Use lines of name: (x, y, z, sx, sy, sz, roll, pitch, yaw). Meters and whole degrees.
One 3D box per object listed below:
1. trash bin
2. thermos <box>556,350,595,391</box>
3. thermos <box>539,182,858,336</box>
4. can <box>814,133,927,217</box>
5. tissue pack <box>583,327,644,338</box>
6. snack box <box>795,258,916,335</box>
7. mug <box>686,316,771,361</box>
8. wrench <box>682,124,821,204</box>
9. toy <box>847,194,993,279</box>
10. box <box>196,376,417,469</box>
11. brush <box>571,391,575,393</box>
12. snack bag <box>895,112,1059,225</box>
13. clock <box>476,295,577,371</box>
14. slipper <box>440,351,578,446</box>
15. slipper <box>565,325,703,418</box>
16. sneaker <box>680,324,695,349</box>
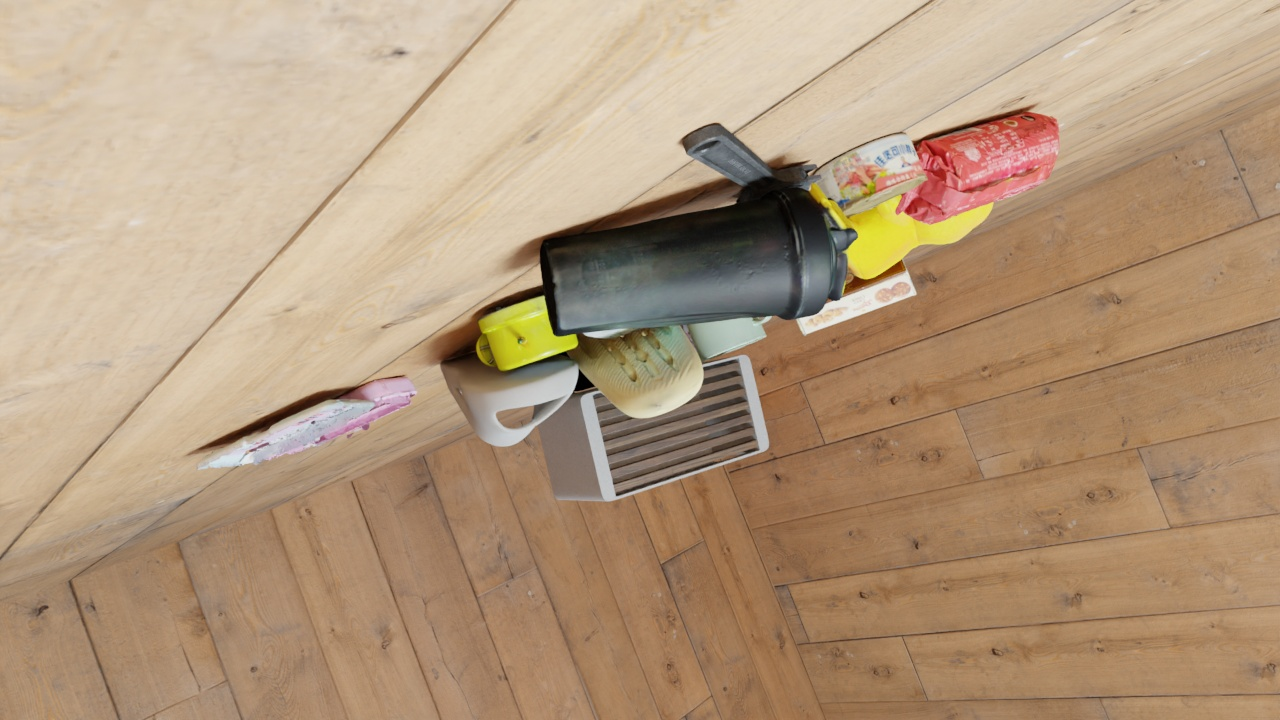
trash bin: (0.014, 0.076, 1.052, 0.228, 0.114, 0.115, -13, -179, -32)
thermos: (-0.037, -0.017, 1.117, 0.086, 0.086, 0.198, -23, 176, 23)
thermos: (0.042, -0.067, 0.654, 0.220, 0.098, 0.098, -9, 174, -10)
can: (0.191, -0.151, 0.766, 0.086, 0.043, 0.086, -22, 177, -1)
tissue pack: (-0.008, -0.061, 0.820, 0.093, 0.061, 0.144, -18, 176, 12)
snack box: (0.256, -0.112, 1.154, 0.143, 0.041, 0.146, -22, -144, 17)
mug: (0.101, -0.065, 1.057, 0.112, 0.104, 0.084, -23, 176, 37)
wrench: (0.077, -0.130, 0.638, 0.073, 0.018, 0.272, -21, 176, 19)
toy: (0.311, -0.160, 1.045, 0.194, 0.087, 0.134, -22, 173, 14)
box: (-0.354, 0.070, 0.979, 0.202, 0.037, 0.152, -23, 174, 21)
brush: (-0.086, 0.031, 1.096, 0.008, 0.143, 0.045, -25, 167, 35)
snack bag: (0.313, -0.178, 0.840, 0.176, 0.082, 0.082, -21, 177, -26)
clock: (-0.104, -0.026, 0.828, 0.083, 0.057, 0.119, -20, -177, -24)
slipper: (-0.133, 0.038, 0.914, 0.112, 0.081, 0.266, -13, -169, -24)
slipper: (-0.005, 0.005, 0.893, 0.111, 0.079, 0.261, -22, -155, -7)
sneaker: (0.085, -0.053, 1.218, 0.099, 0.089, 0.236, -15, 178, 14)
